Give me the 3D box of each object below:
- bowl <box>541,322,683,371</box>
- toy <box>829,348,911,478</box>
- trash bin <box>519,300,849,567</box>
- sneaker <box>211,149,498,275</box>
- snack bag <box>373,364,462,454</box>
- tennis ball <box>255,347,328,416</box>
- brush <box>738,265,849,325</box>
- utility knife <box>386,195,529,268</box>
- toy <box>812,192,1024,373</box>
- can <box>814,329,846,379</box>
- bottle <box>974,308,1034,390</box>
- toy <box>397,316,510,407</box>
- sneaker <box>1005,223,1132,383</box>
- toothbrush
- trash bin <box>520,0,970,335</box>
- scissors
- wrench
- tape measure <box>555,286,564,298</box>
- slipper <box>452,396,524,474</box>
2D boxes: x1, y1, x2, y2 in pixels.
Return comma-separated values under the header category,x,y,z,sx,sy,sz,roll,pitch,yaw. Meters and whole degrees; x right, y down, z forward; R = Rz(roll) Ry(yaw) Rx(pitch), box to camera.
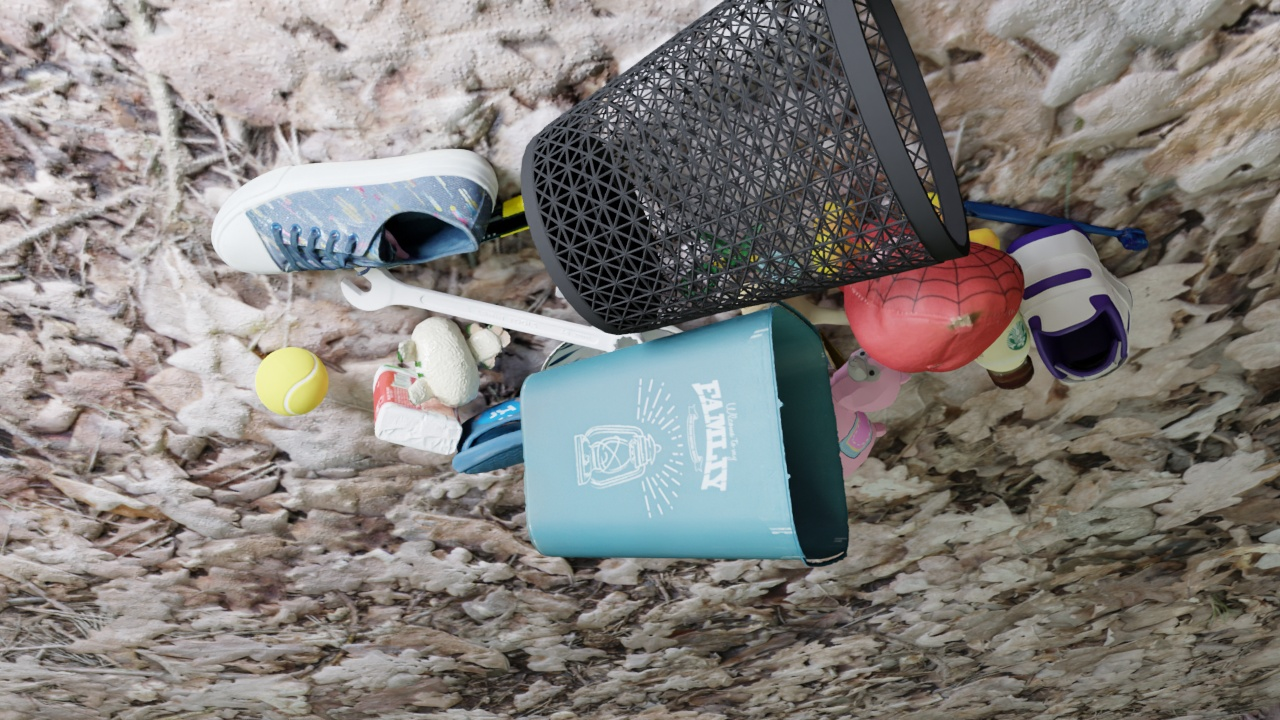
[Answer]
category,x,y,z,sx,sy,sz,roll,pitch,yaw
bowl,-0.005,0.005,0.877,0.177,0.070,0.178,1,138,1
toy,0.194,0.053,0.886,0.158,0.067,0.123,-36,134,23
trash bin,0.036,0.074,0.744,0.219,0.196,0.199,-10,167,22
sneaker,-0.227,-0.103,0.716,0.235,0.079,0.087,-11,141,7
snack bag,-0.215,0.045,0.876,0.077,0.116,0.036,16,105,-22
tennis ball,-0.330,0.020,0.869,0.065,0.065,0.065,-3,141,-3
brush,0.217,-0.044,0.867,0.272,0.062,0.078,5,157,-19
utility knife,-0.138,-0.108,0.763,0.174,0.020,0.029,-17,138,12
toy,0.211,-0.063,0.708,0.147,0.216,0.099,-10,118,3
can,0.180,0.016,0.933,0.059,0.053,0.100,-27,137,22
bottle,0.320,-0.040,0.845,0.057,0.056,0.162,-23,124,21
toy,-0.178,0.000,0.856,0.112,0.087,0.050,-30,-171,-40
sneaker,0.415,-0.022,0.852,0.092,0.111,0.244,-22,144,29
toothbrush,0.370,-0.119,0.813,0.190,0.017,0.016,7,140,-14
trash bin,0.064,-0.131,0.625,0.244,0.216,0.217,-19,140,27
scissors,0.084,-0.084,0.747,0.128,0.125,0.011,12,135,29
wrench,-0.129,-0.040,0.797,0.273,0.009,0.047,13,124,4
tape measure,-0.040,-0.073,0.789,0.060,0.062,0.020,11,139,-11
slipper,-0.141,0.074,0.904,0.103,0.059,0.214,-19,-178,-16
